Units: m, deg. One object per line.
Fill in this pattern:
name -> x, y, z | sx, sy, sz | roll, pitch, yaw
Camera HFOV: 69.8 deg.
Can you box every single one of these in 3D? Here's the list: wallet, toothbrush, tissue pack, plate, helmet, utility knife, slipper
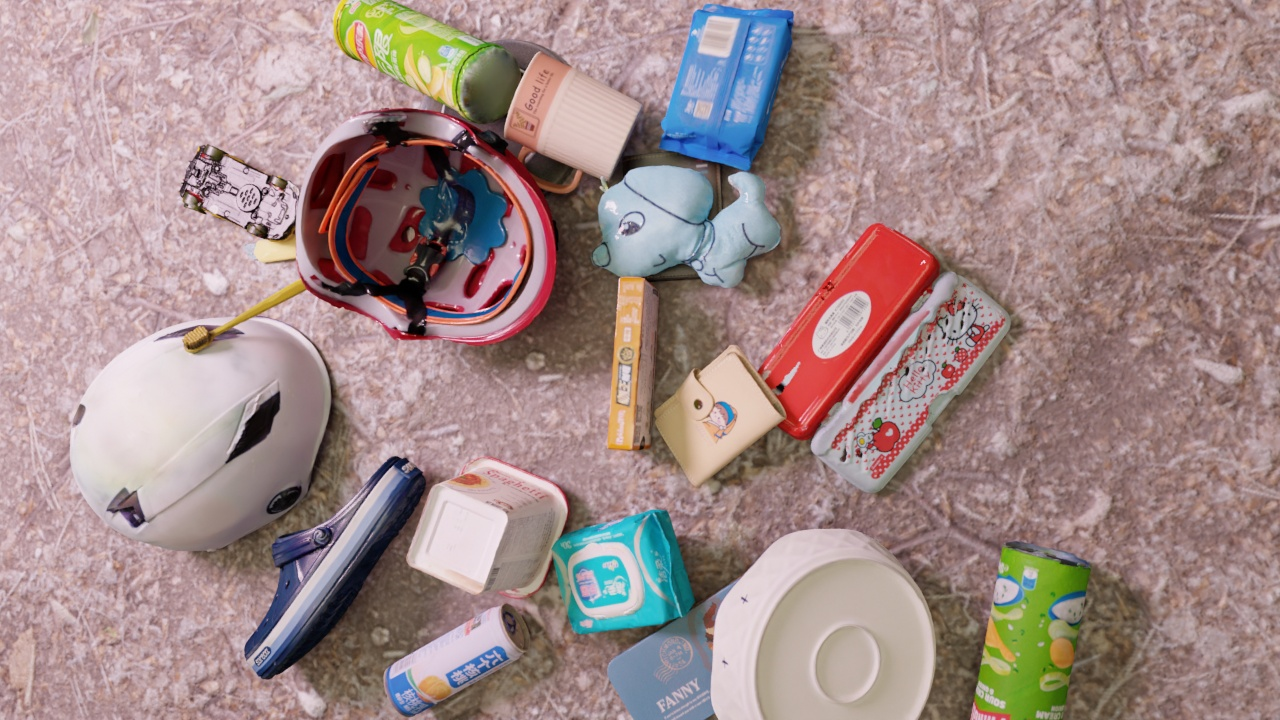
wallet -> 0.065, 0.048, 0.824 | 0.115, 0.024, 0.087 | -44, 69, 33
toothbrush -> -0.356, -0.062, 0.894 | 0.015, 0.017, 0.189 | 43, 57, 16
tissue pack -> 0.080, -0.252, 0.842 | 0.095, 0.052, 0.157 | 14, 82, 16
plate -> -0.142, -0.236, 0.911 | 0.179, 0.024, 0.179 | -1, 86, 13
helmet -> -0.180, -0.127, 0.851 | 0.240, 0.143, 0.207 | 24, 113, -2
plate -> 0.157, 0.241, 0.747 | 0.204, 0.046, 0.205 | 0, 89, -21
utility knife -> -0.344, -0.124, 0.953 | 0.167, 0.018, 0.031 | -6, 80, 11
slipper -> -0.307, 0.190, 0.876 | 0.095, 0.105, 0.253 | 38, 92, 5
helmet -> -0.446, 0.067, 0.898 | 0.259, 0.146, 0.229 | -38, 79, 8
tissue pack -> -0.016, 0.189, 0.815 | 0.134, 0.050, 0.093 | -23, 81, 39
wallet -> 0.031, -0.136, 0.867 | 0.096, 0.020, 0.122 | -2, 88, 13

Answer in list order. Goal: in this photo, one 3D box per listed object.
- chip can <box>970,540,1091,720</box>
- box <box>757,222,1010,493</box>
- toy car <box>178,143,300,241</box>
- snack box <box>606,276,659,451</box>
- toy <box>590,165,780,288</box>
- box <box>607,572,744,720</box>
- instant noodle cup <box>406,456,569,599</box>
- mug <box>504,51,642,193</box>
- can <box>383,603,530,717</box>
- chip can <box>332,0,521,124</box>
chip can -> 0.309, 0.270, 0.748 | 0.072, 0.072, 0.236 | 11, 88, 13
box -> 0.205, -0.002, 0.802 | 0.161, 0.059, 0.201 | 38, 96, 9
toy car -> -0.415, -0.172, 0.960 | 0.156, 0.041, 0.071 | 24, 92, 15
snack box -> -0.005, 0.005, 0.835 | 0.026, 0.075, 0.153 | 3, 87, 12
toy -> 0.034, -0.124, 0.833 | 0.156, 0.050, 0.161 | 45, 93, 1
box -> 0.057, 0.261, 0.812 | 0.184, 0.062, 0.090 | -37, 78, 6
instant noodle cup -> -0.141, 0.155, 0.832 | 0.116, 0.124, 0.116 | 20, 90, 13
mug -> -0.068, -0.211, 0.855 | 0.106, 0.081, 0.115 | 24, 115, -4
can -> -0.172, 0.282, 0.866 | 0.135, 0.053, 0.053 | -31, 80, 9
chip can -> -0.204, -0.290, 0.869 | 0.221, 0.072, 0.072 | 33, 94, 33
